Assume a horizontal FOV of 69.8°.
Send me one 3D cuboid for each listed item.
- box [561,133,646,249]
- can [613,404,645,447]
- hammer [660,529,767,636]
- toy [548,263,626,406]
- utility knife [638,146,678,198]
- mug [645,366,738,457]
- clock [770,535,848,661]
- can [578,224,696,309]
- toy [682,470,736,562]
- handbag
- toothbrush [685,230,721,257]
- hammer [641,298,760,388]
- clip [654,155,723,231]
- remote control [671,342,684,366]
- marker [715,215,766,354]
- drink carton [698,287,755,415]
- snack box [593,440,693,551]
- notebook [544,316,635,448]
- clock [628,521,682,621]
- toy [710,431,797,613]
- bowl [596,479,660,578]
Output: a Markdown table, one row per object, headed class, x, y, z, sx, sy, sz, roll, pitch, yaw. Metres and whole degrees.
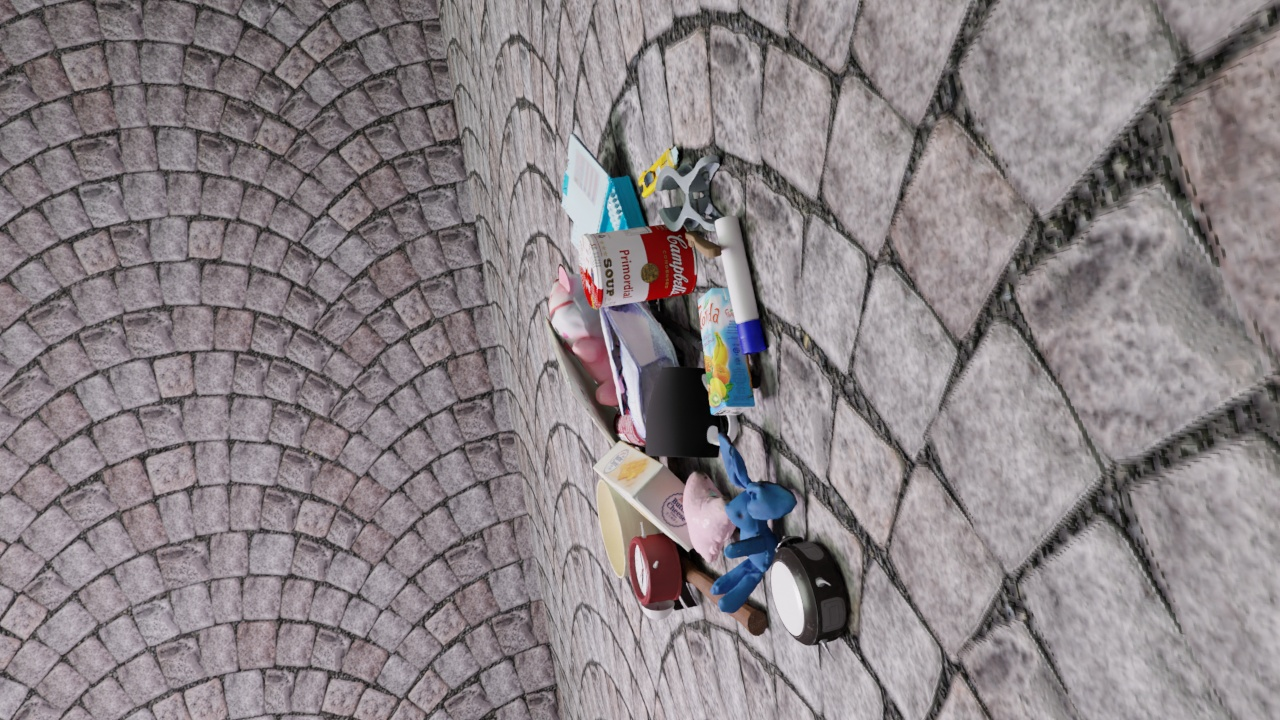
| class | x | y | z | sx | sy | sz | roll | pitch | yaw |
| --- | --- | --- | --- | --- | --- | --- | --- | --- | --- |
| box | -0.055 | -0.193 | 1.311 | 0.185 | 0.056 | 0.227 | 63 | 160 | 19 |
| can | 0.004 | 0.087 | 1.255 | 0.114 | 0.063 | 0.063 | 164 | 96 | -75 |
| hammer | 0.083 | 0.285 | 1.157 | 0.323 | 0.033 | 0.115 | -176 | 78 | -74 |
| toy | -0.069 | -0.034 | 1.316 | 0.213 | 0.084 | 0.142 | 60 | 180 | 4 |
| utility knife | 0.021 | -0.225 | 1.094 | 0.030 | 0.017 | 0.163 | 71 | 162 | -1 |
| mug | 0.060 | 0.058 | 1.028 | 0.119 | 0.084 | 0.100 | -3 | 83 | 45 |
| clock | 0.148 | 0.212 | 0.841 | 0.123 | 0.043 | 0.091 | -145 | 47 | -69 |
| can | -0.005 | -0.110 | 1.059 | 0.087 | 0.116 | 0.086 | 170 | 91 | -75 |
| toy | 0.079 | 0.186 | 1.059 | 0.099 | 0.052 | 0.096 | -140 | 49 | -59 |
| handbag | -0.007 | 0.007 | 1.140 | 0.126 | 0.069 | 0.159 | 56 | 165 | 34 |
| toothbrush | 0.063 | -0.119 | 0.946 | 0.166 | 0.016 | 0.016 | -111 | 11 | -76 |
| hammer | 0.061 | -0.031 | 1.053 | 0.325 | 0.015 | 0.095 | -140 | 54 | -64 |
| clip | 0.054 | -0.161 | 0.988 | 0.163 | 0.028 | 0.107 | -165 | 64 | -74 |
| remote control | 0.024 | -0.010 | 1.199 | 0.150 | 0.022 | 0.047 | -136 | 39 | -66 |
| marker | 0.097 | -0.073 | 0.891 | 0.027 | 0.023 | 0.133 | 28 | -129 | -81 |
| drink carton | 0.085 | -0.011 | 0.916 | 0.044 | 0.038 | 0.128 | 139 | 129 | -64 |
| snack box | 0.015 | 0.170 | 1.188 | 0.104 | 0.057 | 0.208 | 45 | 171 | -14 |
| notebook | -0.061 | 0.066 | 1.349 | 0.252 | 0.010 | 0.181 | 56 | -175 | -39 |
| clock | 0.018 | 0.288 | 1.238 | 0.096 | 0.048 | 0.138 | -115 | 26 | -47 |
| toy | 0.110 | 0.169 | 0.913 | 0.113 | 0.071 | 0.176 | -134 | 45 | -64 |
| bowl | -0.011 | 0.248 | 1.393 | 0.151 | 0.075 | 0.150 | 170 | 91 | -76 |
